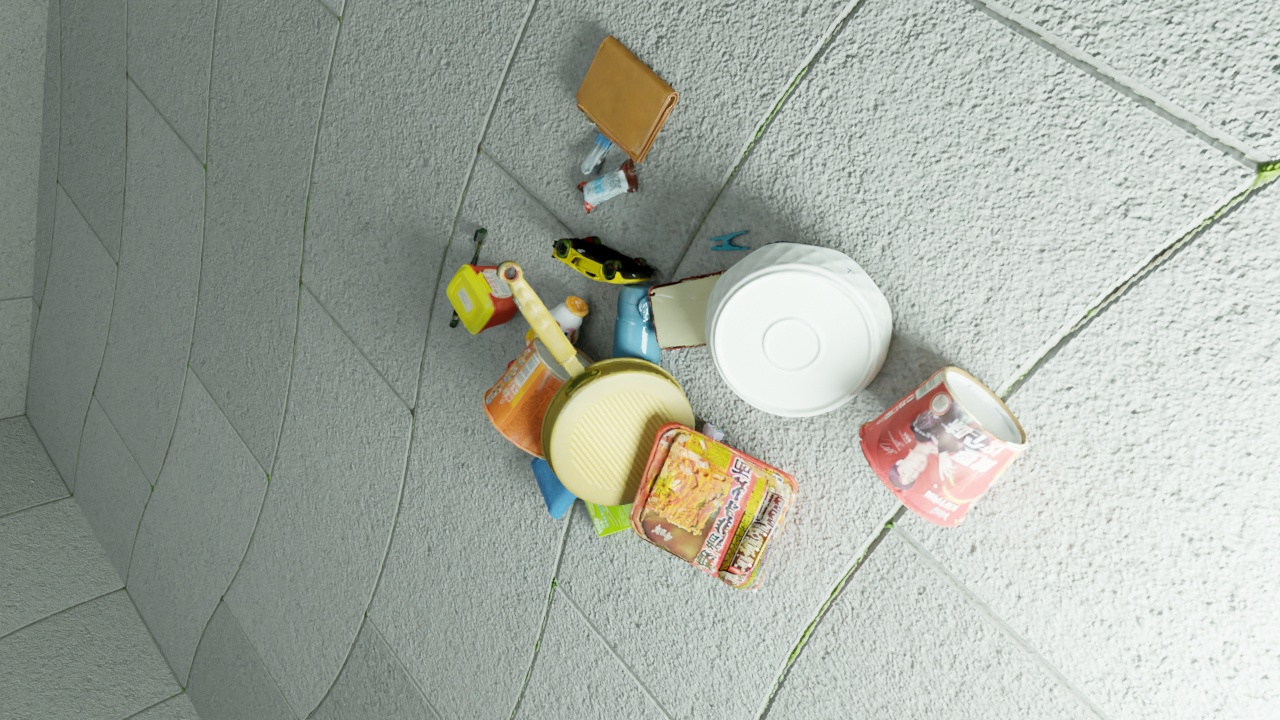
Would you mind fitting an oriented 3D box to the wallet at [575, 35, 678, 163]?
[{"bbox_3d":[-0.021,-0.329,1.160,0.132,0.031,0.108,47,124,24],"label":"wallet"}]

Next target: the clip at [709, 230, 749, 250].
[{"bbox_3d":[0.107,-0.142,1.106,0.056,0.014,0.041,-2,98,42],"label":"clip"}]

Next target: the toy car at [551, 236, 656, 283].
[{"bbox_3d":[-0.051,-0.129,1.208,0.156,0.071,0.041,26,115,33],"label":"toy car"}]

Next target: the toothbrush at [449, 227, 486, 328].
[{"bbox_3d":[-0.274,-0.127,1.439,0.012,0.017,0.186,40,124,24],"label":"toothbrush"}]

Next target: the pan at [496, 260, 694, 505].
[{"bbox_3d":[-0.069,0.028,1.142,0.357,0.197,0.078,57,177,-28],"label":"pan"}]

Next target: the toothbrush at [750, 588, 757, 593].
[{"bbox_3d":[0.124,0.206,1.173,0.016,0.018,0.191,-10,93,42],"label":"toothbrush"}]

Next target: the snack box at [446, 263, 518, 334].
[{"bbox_3d":[-0.230,-0.096,1.366,0.082,0.080,0.091,-45,71,39],"label":"snack box"}]

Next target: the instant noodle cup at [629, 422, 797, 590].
[{"bbox_3d":[0.091,0.172,1.130,0.189,0.079,0.165,25,109,16],"label":"instant noodle cup"}]

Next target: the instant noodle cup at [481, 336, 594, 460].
[{"bbox_3d":[-0.121,0.046,1.234,0.151,0.151,0.112,45,111,24],"label":"instant noodle cup"}]

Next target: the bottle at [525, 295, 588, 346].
[{"bbox_3d":[-0.115,-0.045,1.289,0.109,0.063,0.063,-47,70,38],"label":"bottle"}]

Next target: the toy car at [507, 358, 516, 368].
[{"bbox_3d":[-0.155,0.024,1.355,0.121,0.045,0.053,5,103,42],"label":"toy car"}]

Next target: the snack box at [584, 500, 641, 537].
[{"bbox_3d":[-0.017,0.190,1.286,0.157,0.026,0.085,-27,82,41],"label":"snack box"}]

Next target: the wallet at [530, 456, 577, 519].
[{"bbox_3d":[-0.109,0.150,1.333,0.133,0.040,0.106,-53,47,33],"label":"wallet"}]

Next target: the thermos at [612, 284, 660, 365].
[{"bbox_3d":[-0.007,0.007,1.207,0.070,0.070,0.221,20,113,37],"label":"thermos"}]

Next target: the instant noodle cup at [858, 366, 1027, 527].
[{"bbox_3d":[0.305,0.080,0.914,0.138,0.137,0.109,51,122,20],"label":"instant noodle cup"}]

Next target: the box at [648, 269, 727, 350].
[{"bbox_3d":[0.089,-0.060,1.098,0.169,0.078,0.091,-8,95,42],"label":"box"}]

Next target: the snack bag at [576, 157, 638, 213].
[{"bbox_3d":[-0.044,-0.229,1.208,0.106,0.026,0.045,-16,81,41],"label":"snack bag"}]

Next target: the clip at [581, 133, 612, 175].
[{"bbox_3d":[-0.056,-0.271,1.217,0.024,0.028,0.057,39,114,25],"label":"clip"}]

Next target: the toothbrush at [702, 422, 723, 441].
[{"bbox_3d":[0.057,0.166,1.199,0.029,0.021,0.189,35,112,24],"label":"toothbrush"}]

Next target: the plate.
[{"bbox_3d":[0.167,-0.025,0.999,0.205,0.045,0.205,6,119,12],"label":"plate"}]
